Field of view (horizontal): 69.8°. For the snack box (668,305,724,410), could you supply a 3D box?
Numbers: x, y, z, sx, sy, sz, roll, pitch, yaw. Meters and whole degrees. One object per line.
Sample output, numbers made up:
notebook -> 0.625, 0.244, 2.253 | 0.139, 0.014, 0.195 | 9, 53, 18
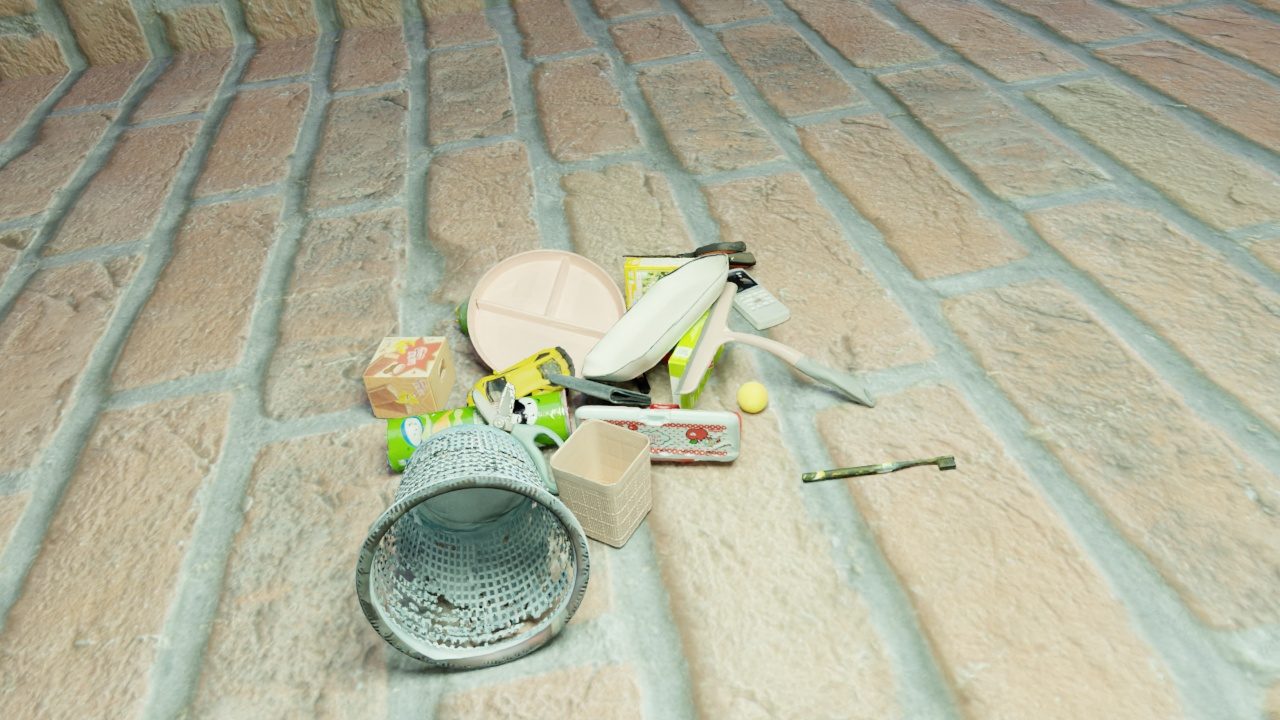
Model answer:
snack box -> 0.079, -0.010, 1.260 | 0.026, 0.086, 0.156 | 8, 39, 21

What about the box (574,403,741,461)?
box -> 0.025, 0.074, 1.147 | 0.201, 0.101, 0.102 | 1, 39, 9

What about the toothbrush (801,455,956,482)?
toothbrush -> 0.287, 0.133, 1.104 | 0.186, 0.012, 0.017 | -7, 48, 0

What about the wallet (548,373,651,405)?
wallet -> -0.051, 0.038, 1.214 | 0.097, 0.019, 0.120 | 16, 1, 29

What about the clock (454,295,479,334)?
clock -> -0.213, -0.076, 1.413 | 0.161, 0.056, 0.115 | 16, 42, 26

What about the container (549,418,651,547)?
container -> -0.040, 0.144, 1.056 | 0.090, 0.111, 0.089 | 16, 43, 26

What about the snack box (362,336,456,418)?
snack box -> -0.320, 0.023, 1.282 | 0.094, 0.077, 0.092 | 0, 38, 8

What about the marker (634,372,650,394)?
marker -> -0.008, 0.008, 1.309 | 0.018, 0.015, 0.123 | -14, 41, -8

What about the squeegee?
squeegee -> 0.196, 0.001, 1.200 | 0.249, 0.040, 0.246 | 23, 43, 2

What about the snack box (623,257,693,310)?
snack box -> 0.048, -0.111, 1.392 | 0.140, 0.087, 0.033 | 0, 32, 8

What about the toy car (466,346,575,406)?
toy car -> -0.162, 0.037, 1.246 | 0.155, 0.041, 0.071 | -25, 72, -12

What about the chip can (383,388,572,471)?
chip can -> -0.207, 0.091, 1.184 | 0.236, 0.072, 0.072 | -9, 38, -3

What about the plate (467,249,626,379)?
plate -> -0.135, -0.060, 1.332 | 0.229, 0.028, 0.229 | 2, 63, -5

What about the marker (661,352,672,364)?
marker -> -0.004, -0.030, 1.355 | 0.017, 0.017, 0.145 | -32, 44, -29

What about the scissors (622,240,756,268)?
scissors -> 0.088, -0.163, 1.429 | 0.220, 0.021, 0.234 | 1, -3, -36

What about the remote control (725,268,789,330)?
remote control -> 0.168, -0.098, 1.413 | 0.058, 0.021, 0.150 | -20, 40, -17

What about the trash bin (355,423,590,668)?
trash bin -> -0.178, 0.174, 0.978 | 0.226, 0.227, 0.195 | -12, 25, -7

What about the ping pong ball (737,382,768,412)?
ping pong ball -> 0.148, 0.049, 1.210 | 0.040, 0.040, 0.040 | -4, 38, 3

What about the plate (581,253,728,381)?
plate -> 0.028, -0.054, 1.264 | 0.265, 0.034, 0.162 | -48, 23, -28

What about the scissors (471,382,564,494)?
scissors -> -0.154, 0.116, 1.132 | 0.181, 0.019, 0.170 | 15, 75, 0
